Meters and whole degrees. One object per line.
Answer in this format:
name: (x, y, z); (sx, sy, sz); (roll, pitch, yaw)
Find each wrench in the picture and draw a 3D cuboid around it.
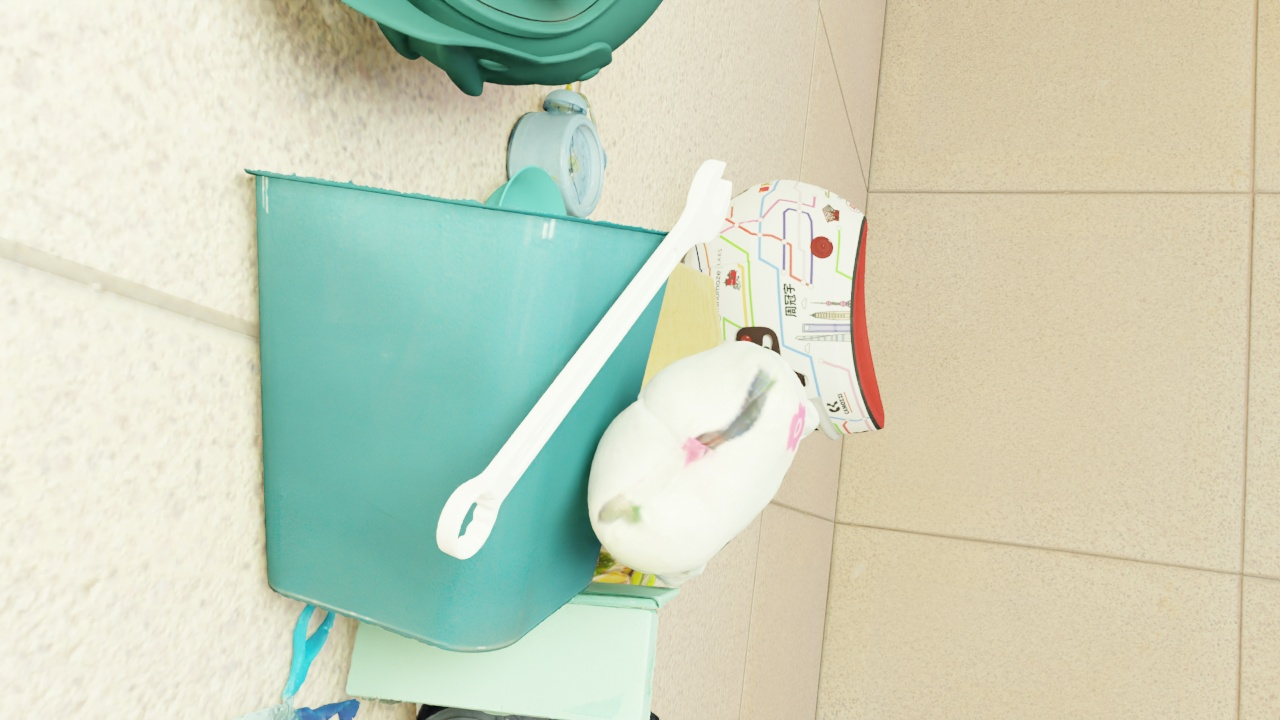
wrench: (-0.013, -0.015, 0.433); (0.272, 0.009, 0.047); (-55, 155, -39)

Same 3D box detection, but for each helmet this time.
helmet: (0.161, -0.056, 1.109); (0.230, 0.236, 0.314); (-35, 119, -69)
helmet: (-0.073, -0.244, 0.500); (0.176, 0.200, 0.274); (45, 15, -5)

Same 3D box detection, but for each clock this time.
clock: (-0.063, -0.167, 0.751); (0.089, 0.052, 0.124); (69, 33, -46)

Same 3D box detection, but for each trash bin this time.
trash bin: (-0.100, 0.019, 0.511); (0.196, 0.199, 0.219); (-12, 112, -68)

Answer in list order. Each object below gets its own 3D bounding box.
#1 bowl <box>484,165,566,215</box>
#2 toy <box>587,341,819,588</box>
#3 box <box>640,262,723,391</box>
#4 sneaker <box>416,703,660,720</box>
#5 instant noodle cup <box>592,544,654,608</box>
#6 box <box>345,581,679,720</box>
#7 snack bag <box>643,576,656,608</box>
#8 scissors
bowl: (-0.098, -0.082, 0.677); (0.121, 0.046, 0.121); (5, 90, -70)
toy: (0.035, 0.058, 0.509); (0.137, 0.085, 0.209); (-45, 165, -8)
box: (-0.005, 0.005, 0.719); (0.092, 0.128, 0.248); (-53, -159, 32)
sneaker: (-0.079, 0.247, 0.684); (0.252, 0.097, 0.150); (31, 30, -49)
instant noodle cup: (-0.044, 0.120, 0.694); (0.098, 0.146, 0.145); (-64, 173, 32)
box: (-0.076, 0.174, 0.574); (0.112, 0.187, 0.078); (7, 84, -78)
snack bag: (0.003, 0.208, 0.966); (0.077, 0.036, 0.116); (-70, 177, -76)
scissors: (-0.195, 0.200, 0.520); (0.127, 0.014, 0.127); (76, 26, -44)
